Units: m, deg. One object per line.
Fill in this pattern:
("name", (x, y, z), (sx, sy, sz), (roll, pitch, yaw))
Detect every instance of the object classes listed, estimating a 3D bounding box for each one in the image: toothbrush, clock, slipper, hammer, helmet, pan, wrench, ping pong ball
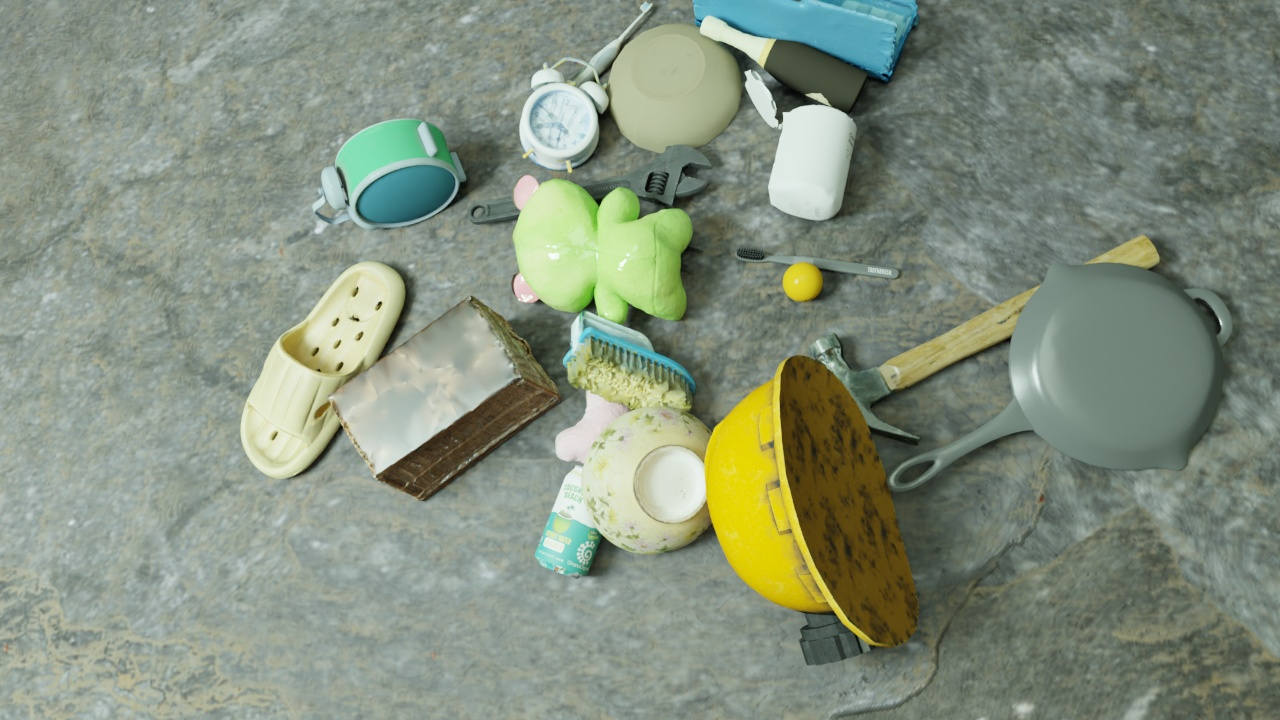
("toothbrush", (-0.048, -0.340, 1.047), (0.024, 0.022, 0.185), (43, 87, 0))
("clock", (-0.282, -0.197, 1.002), (0.162, 0.122, 0.075), (-26, 73, 7))
("slipper", (-0.354, -0.001, 0.987), (0.111, 0.079, 0.261), (29, 82, 20))
("clock", (-0.085, -0.271, 1.008), (0.089, 0.052, 0.125), (16, 85, -4))
("hammer", (0.341, -0.031, 0.885), (0.330, 0.033, 0.132), (-27, 70, 3))
("helmet", (0.132, 0.135, 0.814), (0.132, 0.204, 0.255), (-24, 77, 33))
("pan", (0.385, 0.031, 0.841), (0.354, 0.024, 0.216), (-28, 81, -1))
("toothbrush", (0.180, -0.100, 0.945), (0.167, 0.013, 0.012), (9, 77, 11))
("wrench", (-0.057, -0.182, 0.996), (0.273, 0.018, 0.073), (-9, 72, 9))
("ping pong ball", (0.164, -0.079, 0.926), (0.040, 0.040, 0.040), (-3, 75, 10))

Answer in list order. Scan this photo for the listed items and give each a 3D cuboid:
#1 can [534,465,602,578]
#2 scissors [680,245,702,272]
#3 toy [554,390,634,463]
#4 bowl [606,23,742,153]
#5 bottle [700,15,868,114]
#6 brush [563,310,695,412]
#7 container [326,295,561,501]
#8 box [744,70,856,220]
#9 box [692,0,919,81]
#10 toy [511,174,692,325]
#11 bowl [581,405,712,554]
("can", (-0.061, 0.158, 0.898), (0.055, 0.055, 0.101), (19, 79, 15))
("scissors", (-0.023, -0.124, 0.990), (0.150, 0.012, 0.165), (-35, 74, 1))
("toy", (-0.027, 0.074, 0.914), (0.096, 0.053, 0.098), (29, 57, 2))
("bowl", (0.034, -0.308, 1.007), (0.152, 0.050, 0.152), (-3, 75, 10))
("bottle", (0.149, -0.321, 0.975), (0.184, 0.045, 0.045), (27, 81, 6))
("brush", (-0.005, 0.005, 0.911), (0.135, 0.056, 0.075), (22, 42, -21))
("container", (-0.197, 0.038, 0.926), (0.198, 0.113, 0.113), (-36, 72, 1))
("box", (0.153, -0.226, 0.949), (0.136, 0.084, 0.146), (12, 76, 20))
("box", (0.172, -0.386, 0.970), (0.232, 0.112, 0.094), (23, 81, 16))
("toy", (-0.048, -0.109, 0.935), (0.197, 0.107, 0.150), (6, 98, 6))
("bowl", (0.021, 0.113, 0.861), (0.145, 0.063, 0.145), (1, 85, -14))
